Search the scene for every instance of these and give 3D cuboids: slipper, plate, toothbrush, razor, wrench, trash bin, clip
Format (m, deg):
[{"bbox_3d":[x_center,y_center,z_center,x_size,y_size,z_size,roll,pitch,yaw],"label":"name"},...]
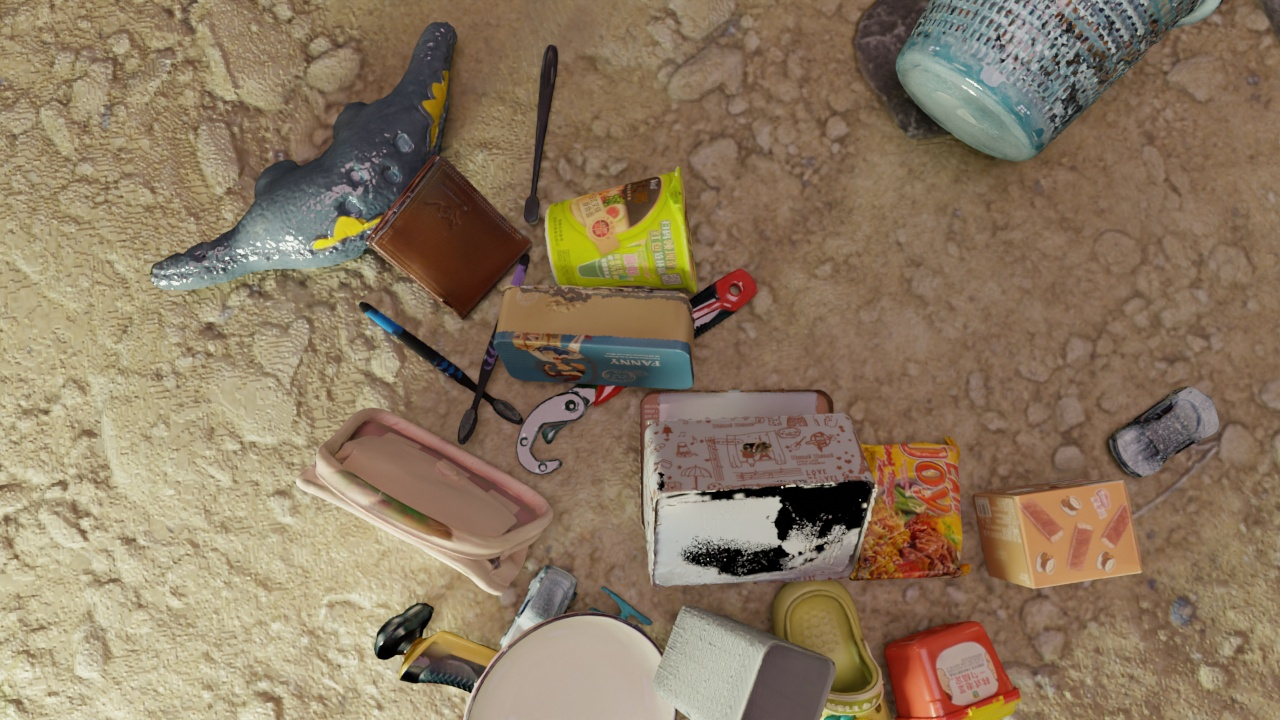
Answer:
[{"bbox_3d":[0.164,0.279,0.780,0.091,0.081,0.190,-14,81,0],"label":"slipper"},{"bbox_3d":[-0.061,0.302,0.768,0.192,0.039,0.192,-1,92,-27],"label":"plate"},{"bbox_3d":[-0.184,0.001,0.842,0.189,0.016,0.014,36,79,5],"label":"toothbrush"},{"bbox_3d":[-0.133,-0.014,0.833,0.014,0.017,0.188,16,75,4],"label":"toothbrush"},{"bbox_3d":[-0.147,0.261,0.797,0.167,0.062,0.067,21,52,-3],"label":"razor"},{"bbox_3d":[-0.005,0.005,0.842,0.273,0.016,0.056,-39,82,-5],"label":"wrench"},{"bbox_3d":[0.339,-0.293,0.797,0.226,0.226,0.195,39,97,4],"label":"trash bin"},{"bbox_3d":[-0.016,0.225,0.817,0.056,0.014,0.040,29,84,2],"label":"clip"},{"bbox_3d":[-0.094,-0.215,0.870,0.016,0.018,0.181,4,81,7],"label":"toothbrush"}]

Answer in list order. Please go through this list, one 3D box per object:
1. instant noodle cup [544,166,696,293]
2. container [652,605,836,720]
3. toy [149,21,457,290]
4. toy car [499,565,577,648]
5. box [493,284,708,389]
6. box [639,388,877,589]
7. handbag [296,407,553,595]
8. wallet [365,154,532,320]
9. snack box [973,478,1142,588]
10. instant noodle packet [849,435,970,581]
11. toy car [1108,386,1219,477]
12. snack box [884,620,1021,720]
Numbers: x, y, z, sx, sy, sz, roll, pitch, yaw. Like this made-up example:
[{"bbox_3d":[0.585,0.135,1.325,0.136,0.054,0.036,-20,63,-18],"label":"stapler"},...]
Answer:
[{"bbox_3d":[-0.018,-0.107,0.815,0.123,0.111,0.111,-8,83,6],"label":"instant noodle cup"},{"bbox_3d":[0.080,0.261,0.753,0.090,0.114,0.090,28,80,-35],"label":"container"},{"bbox_3d":[-0.273,-0.159,0.824,0.356,0.091,0.138,-42,74,-7],"label":"toy"},{"bbox_3d":[-0.087,0.222,0.799,0.043,0.034,0.090,29,64,0],"label":"toy car"},{"bbox_3d":[-0.031,-0.019,0.796,0.184,0.090,0.061,4,66,11],"label":"box"},{"bbox_3d":[0.090,0.091,0.795,0.182,0.153,0.177,-2,43,-4],"label":"box"},{"bbox_3d":[-0.177,0.113,0.718,0.193,0.234,0.093,29,85,3],"label":"handbag"},{"bbox_3d":[-0.167,-0.107,0.816,0.101,0.032,0.124,-53,129,-8],"label":"wallet"},{"bbox_3d":[0.355,0.147,0.789,0.094,0.093,0.077,-8,83,-2],"label":"snack box"},{"bbox_3d":[0.238,0.131,0.816,0.110,0.044,0.128,1,83,-5],"label":"instant noodle packet"},{"bbox_3d":[0.478,0.064,0.832,0.105,0.031,0.049,-33,85,-5],"label":"toy car"},{"bbox_3d":[0.260,0.268,0.778,0.091,0.082,0.080,-10,74,-21],"label":"snack box"}]
